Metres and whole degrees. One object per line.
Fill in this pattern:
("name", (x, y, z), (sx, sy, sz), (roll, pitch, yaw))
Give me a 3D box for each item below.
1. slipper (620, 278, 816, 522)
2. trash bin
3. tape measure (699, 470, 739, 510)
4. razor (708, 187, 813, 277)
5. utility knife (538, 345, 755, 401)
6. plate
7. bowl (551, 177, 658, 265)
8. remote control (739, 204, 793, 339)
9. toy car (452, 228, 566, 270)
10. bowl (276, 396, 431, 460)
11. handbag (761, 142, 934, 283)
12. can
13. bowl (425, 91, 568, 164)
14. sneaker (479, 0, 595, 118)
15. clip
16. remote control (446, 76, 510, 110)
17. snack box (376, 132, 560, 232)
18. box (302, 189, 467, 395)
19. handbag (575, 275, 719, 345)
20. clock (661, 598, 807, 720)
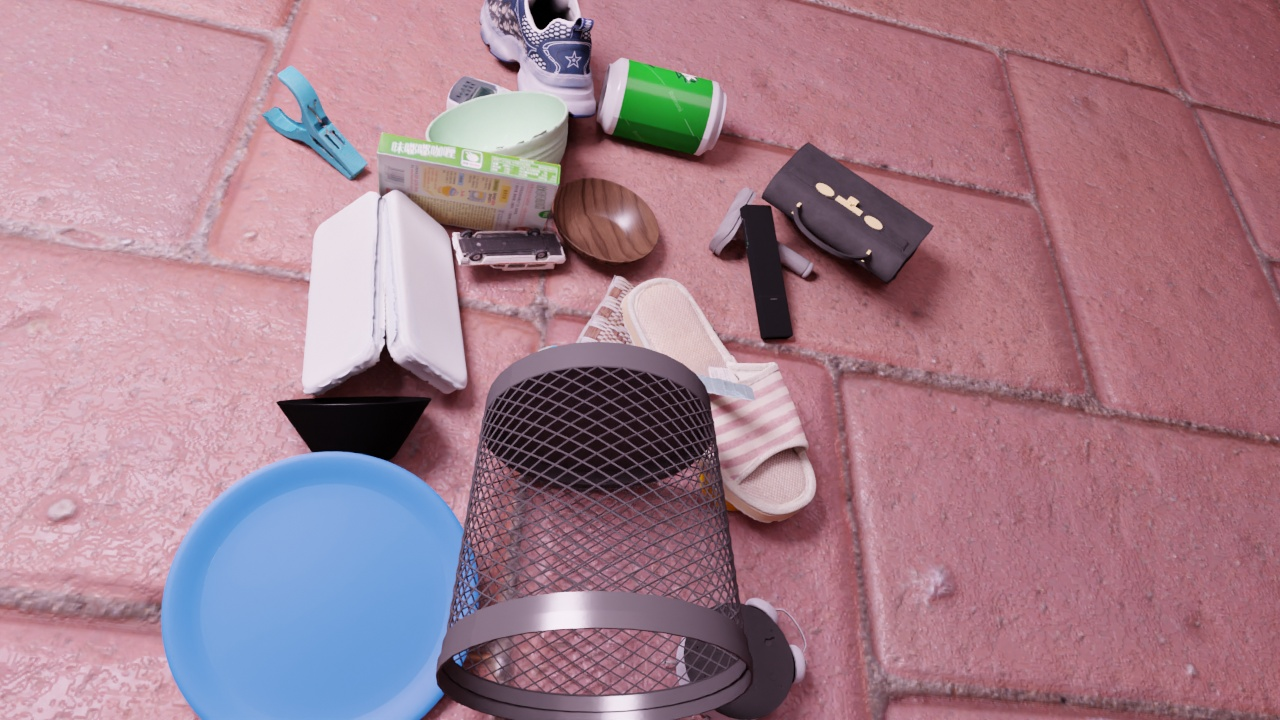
("slipper", (0.077, 0.026, 0.858), (0.114, 0.052, 0.263), (-24, 74, -33))
("trash bin", (-0.033, 0.132, 0.701), (0.217, 0.218, 0.226), (8, 53, -12))
("tape measure", (0.085, 0.110, 0.864), (0.068, 0.030, 0.058), (20, 52, -3))
("razor", (0.144, -0.132, 1.039), (0.116, 0.047, 0.088), (33, 54, -4))
("utility knife", (-0.001, 0.012, 0.829), (0.221, 0.015, 0.031), (10, 51, 23))
("plate", (-0.236, 0.182, 0.695), (0.224, 0.024, 0.224), (5, 74, -19))
("bowl", (-0.041, -0.142, 0.987), (0.119, 0.032, 0.119), (12, 52, -16))
("remote control", (0.136, -0.096, 0.994), (0.034, 0.013, 0.150), (-3, 79, -27))
("toy car", (-0.135, -0.110, 0.935), (0.113, 0.039, 0.039), (-6, 58, -26))
("bowl", (-0.238, 0.059, 0.768), (0.124, 0.124, 0.052), (-1, 91, -18))
("handbag", (0.214, -0.149, 1.002), (0.176, 0.072, 0.195), (36, 29, 8))
("can", (0.024, -0.298, 1.080), (0.140, 0.088, 0.087), (11, 55, -10))
("bowl", (-0.144, -0.222, 0.971), (0.151, 0.077, 0.150), (-6, 38, 5))
("sneaker", (-0.113, -0.400, 1.063), (0.103, 0.133, 0.269), (-7, 48, -24))
("clip", (-0.351, -0.245, 0.956), (0.120, 0.122, 0.033), (6, 44, 32))
("remote control", (-0.163, -0.285, 1.050), (0.114, 0.028, 0.060), (23, 53, -1))
("snack box", (-0.172, -0.168, 0.906), (0.168, 0.132, 0.027), (8, 72, -12))
("box", (-0.236, -0.055, 0.866), (0.129, 0.105, 0.210), (-22, 54, 21))
("handbag", (-0.005, 0.005, 0.896), (0.124, 0.047, 0.185), (26, 54, 2))
("clock", (0.086, 0.249, 0.769), (0.122, 0.035, 0.094), (-20, 65, -28))
